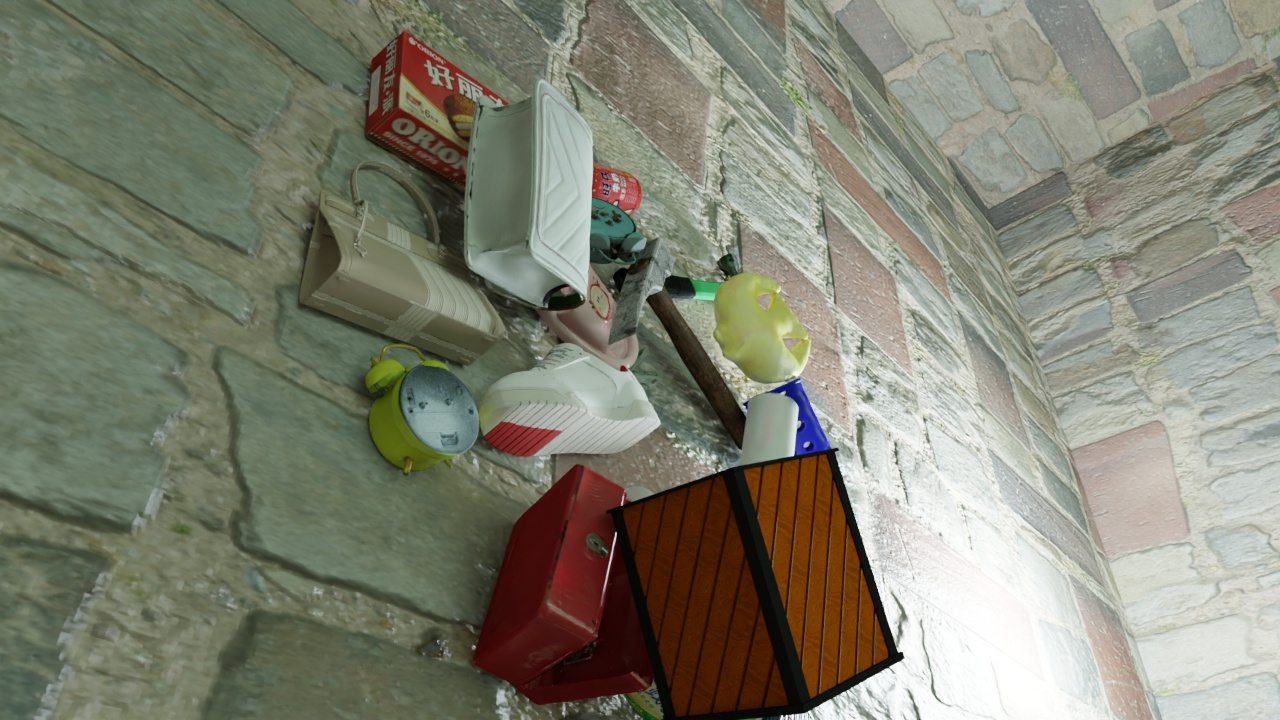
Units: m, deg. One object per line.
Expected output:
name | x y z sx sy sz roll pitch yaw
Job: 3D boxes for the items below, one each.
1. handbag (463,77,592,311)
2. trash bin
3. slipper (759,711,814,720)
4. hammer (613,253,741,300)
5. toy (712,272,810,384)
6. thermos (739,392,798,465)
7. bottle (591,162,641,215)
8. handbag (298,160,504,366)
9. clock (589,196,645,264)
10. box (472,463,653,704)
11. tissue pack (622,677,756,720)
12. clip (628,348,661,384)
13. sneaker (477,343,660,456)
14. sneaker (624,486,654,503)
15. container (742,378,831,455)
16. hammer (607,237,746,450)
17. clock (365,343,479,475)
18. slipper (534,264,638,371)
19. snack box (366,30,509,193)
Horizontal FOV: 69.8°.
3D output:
handbag | -0.107 -0.164 0.931 0.142 0.096 0.198 36 49 -58
trash bin | 0.089 0.177 0.730 0.139 0.140 0.171 -3 73 -46
slipper | 0.151 0.435 0.942 0.101 0.083 0.264 -75 147 -47
hammer | 0.069 -0.099 1.280 0.318 0.032 0.130 0 66 -54
toy | 0.160 -0.044 1.271 0.154 0.065 0.170 -23 81 -34
thermos | 0.152 0.152 1.124 0.068 0.068 0.229 36 51 -35
bottle | -0.060 -0.220 1.162 0.137 0.062 0.062 0 65 -54
handbag | -0.227 -0.111 0.862 0.175 0.062 0.197 25 38 -44
clock | -0.046 -0.149 1.096 0.090 0.053 0.124 1 42 -33
box | -0.067 0.188 0.771 0.127 0.137 0.157 47 34 -32
tissue pack | 0.055 0.268 0.864 0.197 0.142 0.120 47 34 -21
clip | -0.006 0.013 1.093 0.075 0.023 0.061 -19 80 -60
sneaker | -0.080 0.030 0.920 0.236 0.091 0.104 7 51 -51
sneaker | 0.062 0.214 0.958 0.087 0.118 0.241 -47 112 -36
container | 0.201 0.093 1.249 0.084 0.085 0.113 9 57 -83
hammer | 0.064 0.019 1.128 0.300 0.037 0.217 57 26 -24
clock | -0.188 0.038 0.782 0.083 0.057 0.119 2 64 -53
slipper | -0.078 -0.077 1.029 0.221 0.056 0.106 43 34 -25
snack box | -0.182 -0.242 1.004 0.236 0.060 0.113 27 46 -43
